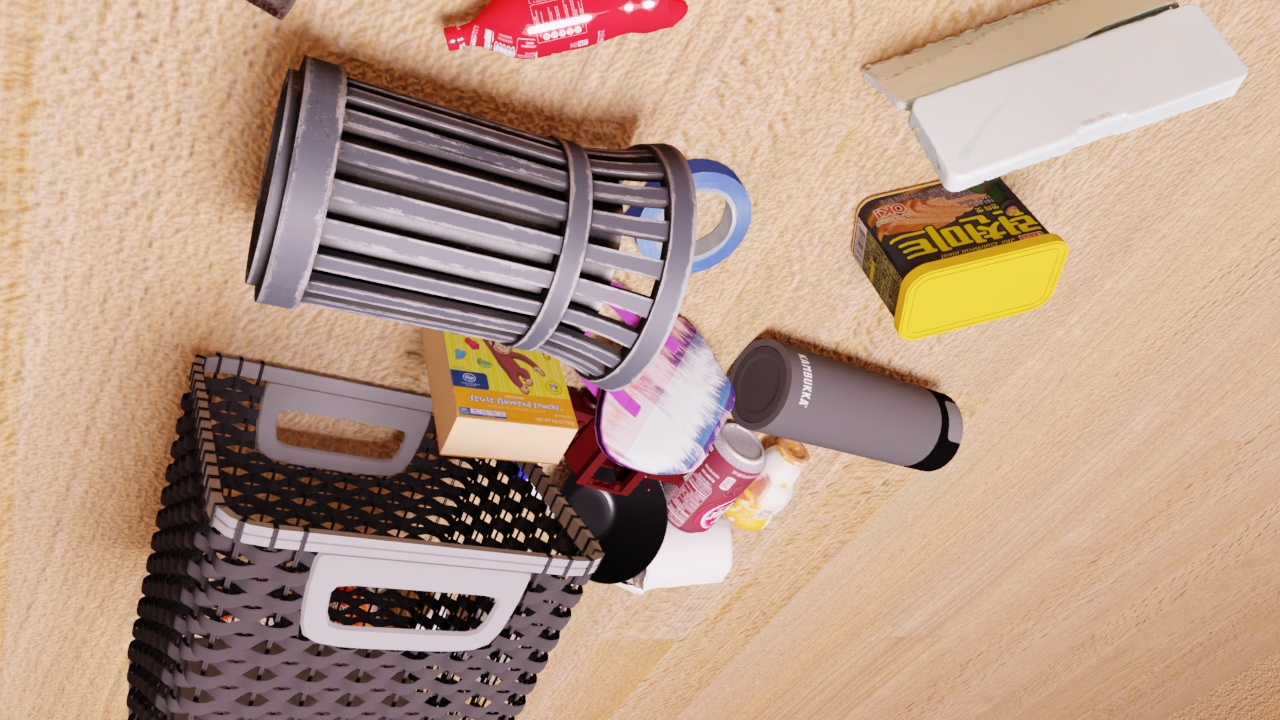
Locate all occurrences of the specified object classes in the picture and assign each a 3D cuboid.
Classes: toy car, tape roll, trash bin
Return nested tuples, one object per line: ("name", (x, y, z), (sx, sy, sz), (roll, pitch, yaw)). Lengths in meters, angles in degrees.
("toy car", (-0.015, 0.078, 0.825), (0.169, 0.061, 0.070), (19, 126, -29))
("tape roll", (0.038, -0.106, 0.687), (0.091, 0.016, 0.093), (-41, 135, 22))
("trash bin", (-0.106, -0.081, 0.555), (0.227, 0.164, 0.165), (11, 130, -26))

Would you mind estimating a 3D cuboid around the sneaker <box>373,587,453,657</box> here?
("sneaker", (-0.328, 0.325, 0.947), (0.294, 0.120, 0.127), (-19, 126, -6))

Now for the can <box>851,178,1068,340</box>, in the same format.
("can", (0.246, -0.086, 0.725), (0.130, 0.101, 0.073), (-14, 139, -7))

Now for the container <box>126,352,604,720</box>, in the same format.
("container", (-0.215, 0.171, 0.655), (0.247, 0.245, 0.244), (14, 105, -33))

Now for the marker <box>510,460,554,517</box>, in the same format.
("marker", (-0.094, 0.130, 0.888), (0.020, 0.020, 0.141), (-26, 138, 7))

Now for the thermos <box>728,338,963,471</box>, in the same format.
("thermos", (0.199, 0.047, 0.865), (0.240, 0.082, 0.082), (15, 128, -33))

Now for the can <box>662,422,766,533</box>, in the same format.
("can", (0.070, 0.117, 0.904), (0.063, 0.063, 0.114), (13, 129, -32))

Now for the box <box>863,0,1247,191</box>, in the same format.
("box", (0.262, -0.189, 0.593), (0.197, 0.135, 0.043), (-18, 145, -2))

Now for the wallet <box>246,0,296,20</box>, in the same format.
("wallet", (-0.191, -0.241, 0.446), (0.099, 0.031, 0.120), (23, 121, -41))

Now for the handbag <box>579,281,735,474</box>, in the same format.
("handbag", (-0.004, 0.004, 0.733), (0.068, 0.144, 0.170), (-2, 137, 47))

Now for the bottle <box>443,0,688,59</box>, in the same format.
("bottle", (-0.044, -0.202, 0.533), (0.141, 0.042, 0.042), (-15, 139, -6))

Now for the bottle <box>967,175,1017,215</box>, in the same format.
("bottle", (0.242, -0.139, 0.663), (0.025, 0.106, 0.025), (-11, 138, -10))

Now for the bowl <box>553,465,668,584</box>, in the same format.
("bowl", (-0.039, 0.150, 0.888), (0.124, 0.124, 0.053), (11, 170, -30))

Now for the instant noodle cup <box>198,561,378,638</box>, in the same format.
("instant noodle cup", (-0.333, 0.248, 0.859), (0.122, 0.123, 0.124), (-19, 140, 12))

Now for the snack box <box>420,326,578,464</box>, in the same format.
("snack box", (-0.106, 0.012, 0.675), (0.088, 0.125, 0.040), (8, 131, -29))

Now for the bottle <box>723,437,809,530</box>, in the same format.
("bottle", (0.127, 0.124, 0.934), (0.063, 0.063, 0.109), (11, 131, -31))

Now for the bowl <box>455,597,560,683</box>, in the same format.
("bowl", (-0.152, 0.297, 1.005), (0.115, 0.059, 0.116), (-24, 147, -17))

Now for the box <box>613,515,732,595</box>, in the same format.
("box", (0.015, 0.206, 0.962), (0.160, 0.081, 0.092), (1, 94, -19))
